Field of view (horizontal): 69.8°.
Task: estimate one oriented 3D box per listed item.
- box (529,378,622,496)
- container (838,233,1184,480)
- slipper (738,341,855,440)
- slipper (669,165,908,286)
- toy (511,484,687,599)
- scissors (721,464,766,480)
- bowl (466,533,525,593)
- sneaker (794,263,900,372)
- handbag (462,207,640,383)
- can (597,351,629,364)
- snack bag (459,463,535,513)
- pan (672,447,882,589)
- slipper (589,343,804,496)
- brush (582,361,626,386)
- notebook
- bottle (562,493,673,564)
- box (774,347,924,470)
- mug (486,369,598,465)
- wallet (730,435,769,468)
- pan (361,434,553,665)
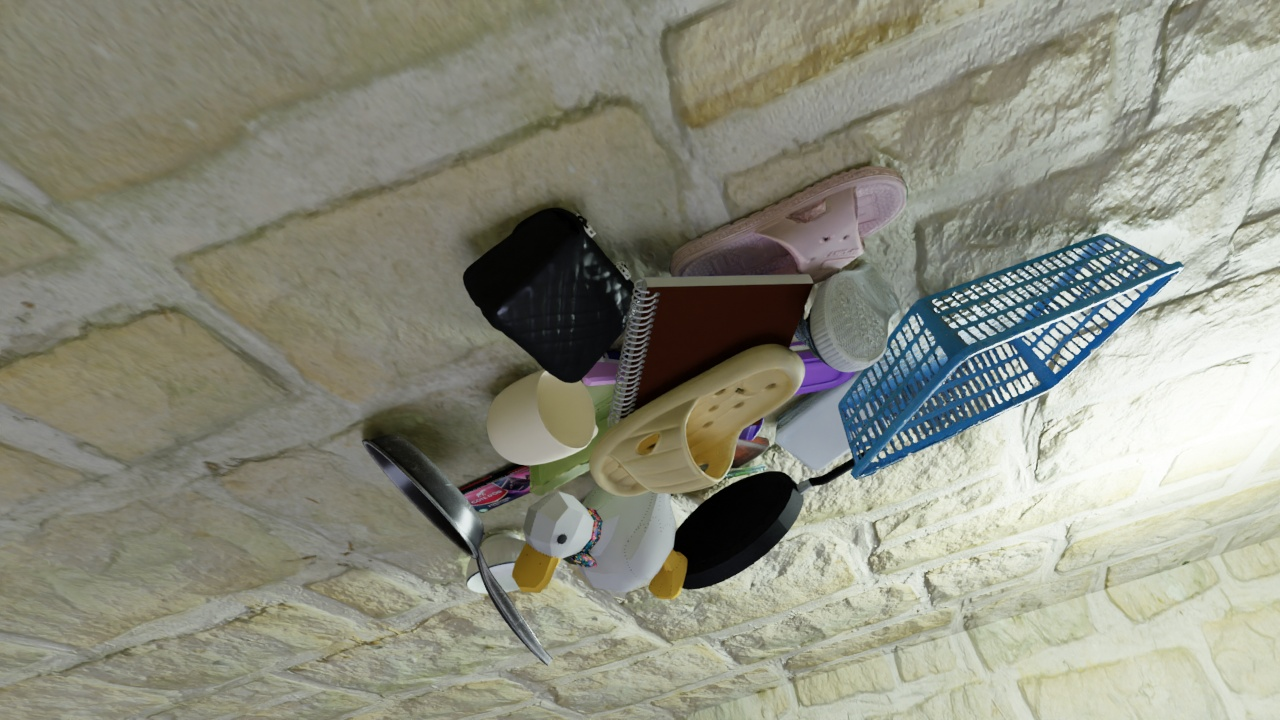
[{"bbox_3d":[-0.077,0.091,1.094,0.188,0.083,0.091,-33,149,28],"label":"box"},{"bbox_3d":[0.396,-0.015,1.033,0.361,0.089,0.258,-18,153,-27],"label":"container"},{"bbox_3d":[0.139,0.047,1.107,0.266,0.084,0.107,-11,148,-5],"label":"slipper"},{"bbox_3d":[0.146,-0.106,0.887,0.239,0.064,0.094,-20,148,12],"label":"slipper"},{"bbox_3d":[-0.039,0.214,1.173,0.141,0.246,0.267,18,160,40],"label":"toy"},{"bbox_3d":[0.137,0.159,1.307,0.159,0.025,0.172,-1,169,-29],"label":"scissors"},{"bbox_3d":[-0.208,0.301,1.388,0.118,0.062,0.118,-11,148,-7],"label":"bowl"},{"bbox_3d":[0.198,-0.036,0.929,0.088,0.089,0.235,-34,179,29],"label":"sneaker"},{"bbox_3d":[-0.082,-0.072,0.852,0.125,0.114,0.153,-43,142,1],"label":"handbag"},{"bbox_3d":[-0.006,0.006,1.031,0.095,0.032,0.032,1,145,-23],"label":"can"},{"bbox_3d":[-0.175,0.166,1.231,0.155,0.018,0.074,-25,148,19],"label":"snack bag"},{"bbox_3d":[0.182,0.200,1.288,0.357,0.225,0.034,-33,102,13],"label":"pan"},{"bbox_3d":[0.057,0.079,0.933,0.262,0.079,0.111,-36,133,20],"label":"slipper"},{"bbox_3d":[0.047,0.005,1.000,0.228,0.089,0.043,1,141,-23],"label":"brush"},{"bbox_3d":[0.062,-0.002,0.918,0.171,0.022,0.210,-2,138,-14],"label":"notebook"},{"bbox_3d":[-0.036,0.226,1.330,0.207,0.071,0.071,-35,143,30],"label":"bottle"},{"bbox_3d":[0.272,0.067,1.199,0.122,0.083,0.216,8,142,-38],"label":"box"},{"bbox_3d":[-0.110,0.072,1.030,0.100,0.096,0.120,-23,143,34],"label":"mug"},{"bbox_3d":[0.114,0.121,1.274,0.123,0.019,0.072,15,138,-39],"label":"wallet"},{"bbox_3d":[-0.202,0.221,1.080,0.055,0.357,0.188,-44,-162,-21],"label":"pan"}]
